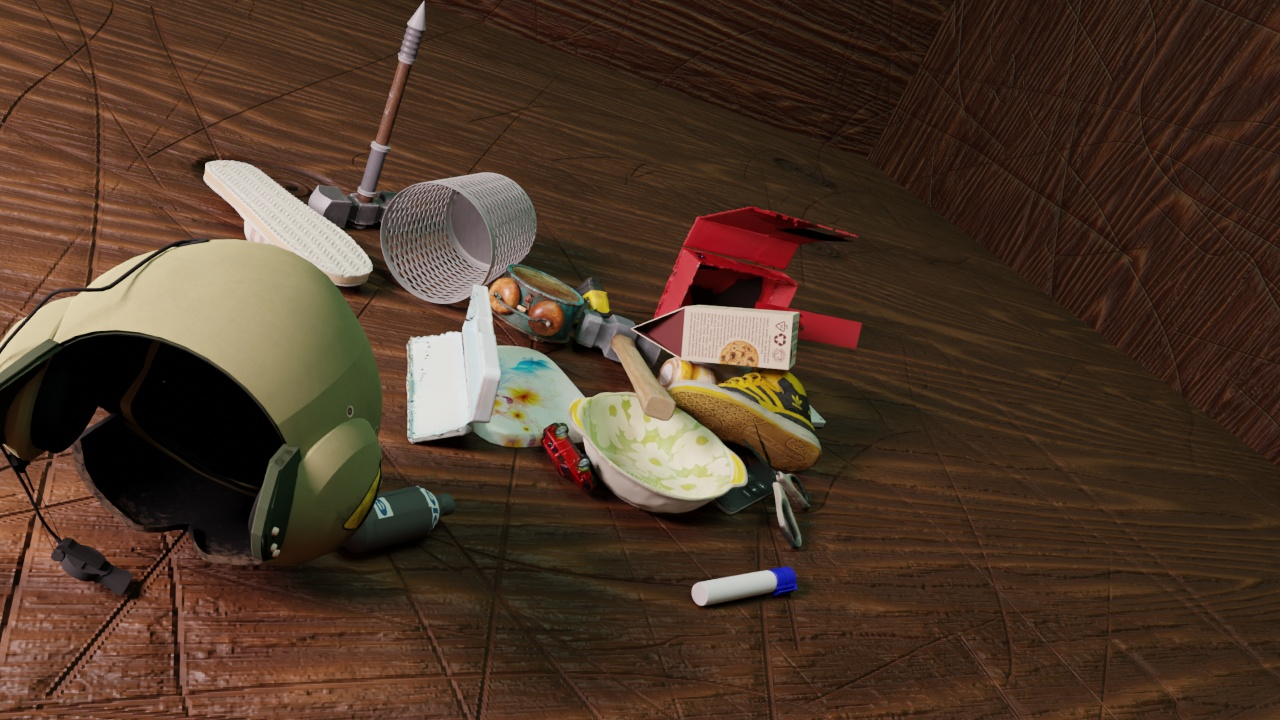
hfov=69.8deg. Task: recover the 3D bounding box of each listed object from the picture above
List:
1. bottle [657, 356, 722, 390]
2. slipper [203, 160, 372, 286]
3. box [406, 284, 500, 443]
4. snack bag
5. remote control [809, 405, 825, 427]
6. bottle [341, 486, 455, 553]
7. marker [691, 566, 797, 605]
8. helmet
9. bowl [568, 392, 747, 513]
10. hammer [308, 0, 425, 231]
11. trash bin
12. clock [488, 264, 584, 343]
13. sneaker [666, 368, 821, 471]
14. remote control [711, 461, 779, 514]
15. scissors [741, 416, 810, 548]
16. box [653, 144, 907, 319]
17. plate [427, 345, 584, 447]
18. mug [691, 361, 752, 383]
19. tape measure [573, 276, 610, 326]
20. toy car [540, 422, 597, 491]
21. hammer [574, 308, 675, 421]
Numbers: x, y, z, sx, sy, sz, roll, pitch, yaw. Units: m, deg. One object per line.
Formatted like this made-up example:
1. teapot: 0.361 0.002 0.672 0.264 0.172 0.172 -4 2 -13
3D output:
1. bottle: 0.078 0.037 1.244 0.109 0.063 0.063 23 25 -25
2. slipper: -0.449 -0.167 1.160 0.263 0.052 0.114 38 26 15
3. box: -0.205 0.001 1.006 0.122 0.078 0.197 -21 35 -1
4. snack bag: 0.099 -0.036 1.213 0.206 0.070 0.094 5 6 14
5. remote control: 0.210 0.077 1.349 0.135 0.011 0.050 5 33 -36
6. bottle: -0.213 0.137 0.807 0.112 0.047 0.047 -6 40 -48
7. marker: 0.109 0.234 0.947 0.133 0.023 0.027 2 56 -40
8. helmet: -0.295 0.045 0.637 0.250 0.256 0.232 25 29 -5
9. bowl: 0.011 0.114 1.041 0.219 0.060 0.188 20 26 -11
10. hammer: -0.340 -0.323 1.237 0.155 0.323 0.043 -5 40 -47
11. trash bin: -0.238 -0.176 1.253 0.156 0.157 0.183 28 23 5
12. clock: -0.146 -0.069 1.223 0.121 0.073 0.157 29 14 5
13. sneaker: 0.133 0.050 1.191 0.238 0.086 0.121 27 42 -26
14. remote control: 0.131 0.156 1.131 0.045 0.008 0.146 39 28 25
15. scissors: 0.169 0.148 1.103 0.157 0.013 0.170 28 43 -55
16. box: 0.191 -0.177 1.400 0.211 0.379 0.123 9 46 -33
17. plate: -0.147 0.035 1.094 0.186 0.016 0.187 -1 36 -43
18. mug: 0.109 0.005 1.325 0.084 0.071 0.113 14 30 -23
19. tape measure: -0.073 -0.077 1.317 0.037 0.066 0.064 6 55 -43
20. toy car: -0.077 0.105 0.995 0.036 0.042 0.091 -32 48 -16
21. hammer: -0.007 0.007 1.147 0.117 0.051 0.322 19 12 -15
